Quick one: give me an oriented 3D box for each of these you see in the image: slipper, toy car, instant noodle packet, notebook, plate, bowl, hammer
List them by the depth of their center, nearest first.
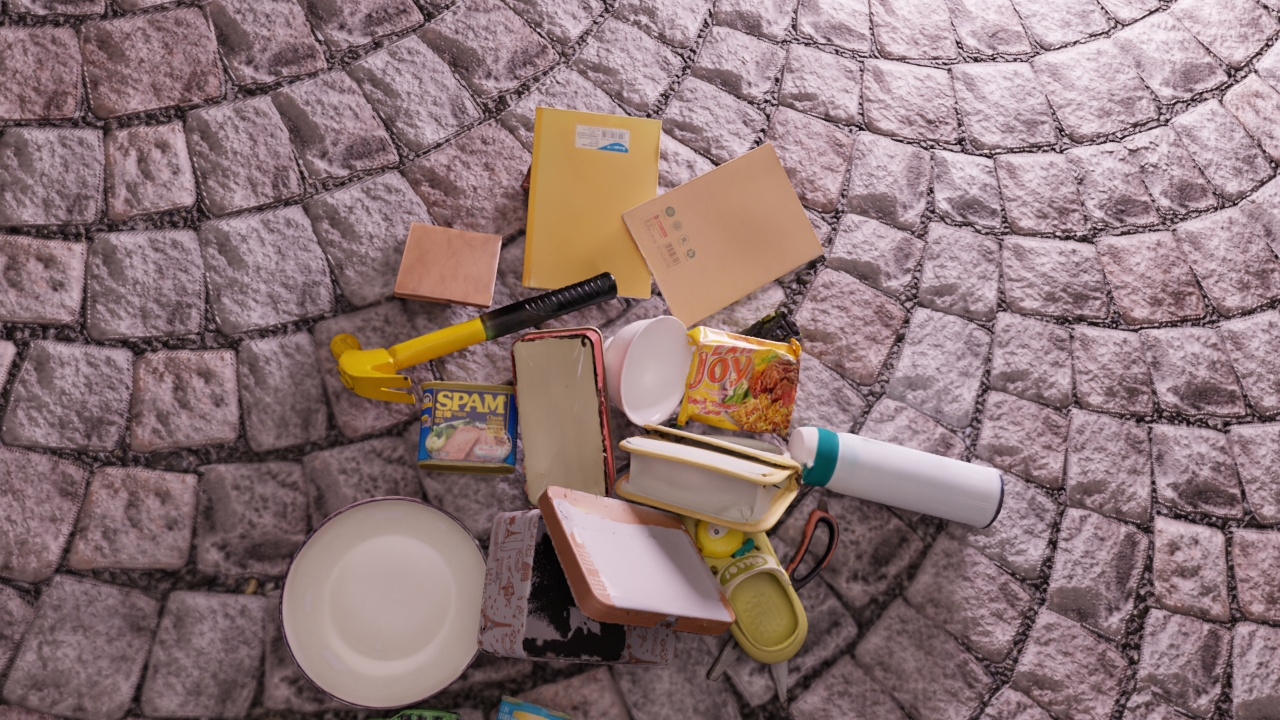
[{"bbox_3d":[-0.207,0.336,0.836,0.091,0.043,0.036,4,74,-11],"label":"toy car"},{"bbox_3d":[-0.234,0.224,0.858,0.192,0.039,0.192,1,84,-11],"label":"plate"},{"bbox_3d":[0.103,0.206,0.899,0.091,0.082,0.190,-30,83,-16],"label":"slipper"},{"bbox_3d":[-0.161,-0.033,0.945,0.300,0.033,0.129,-21,36,-21],"label":"hammer"},{"bbox_3d":[-0.006,0.006,0.963,0.065,0.118,0.118,15,64,37],"label":"bowl"},{"bbox_3d":[0.104,0.024,0.975,0.128,0.044,0.111,7,100,-10],"label":"instant noodle packet"},{"bbox_3d":[0.128,-0.014,1.019,0.105,0.032,0.048,-33,83,-7],"label":"toy car"},{"bbox_3d":[-0.053,-0.176,1.025,0.146,0.010,0.206,4,85,-9],"label":"notebook"},{"bbox_3d":[0.098,-0.144,1.049,0.207,0.008,0.148,-29,95,-17],"label":"notebook"}]

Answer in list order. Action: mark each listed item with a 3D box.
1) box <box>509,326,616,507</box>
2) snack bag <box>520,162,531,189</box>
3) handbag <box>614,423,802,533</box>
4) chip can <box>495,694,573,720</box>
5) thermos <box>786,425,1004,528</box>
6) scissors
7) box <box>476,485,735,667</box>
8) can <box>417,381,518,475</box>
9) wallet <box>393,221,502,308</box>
[{"bbox_3d":[-0.077,0.056,0.893,0.091,0.078,0.168,-5,97,6],"label":"box"},{"bbox_3d":[-0.081,-0.199,1.045,0.104,0.026,0.048,19,65,-4],"label":"snack bag"},{"bbox_3d":[0.079,0.099,0.921,0.163,0.178,0.063,13,106,24],"label":"handbag"},{"bbox_3d":[-0.121,0.412,0.811,0.071,0.071,0.209,18,69,-4],"label":"chip can"},{"bbox_3d":[0.268,0.120,0.982,0.224,0.073,0.073,14,70,-5],"label":"thermos"},{"bbox_3d":[0.133,0.232,0.947,0.188,0.015,0.225,-16,76,-15],"label":"scissors"},{"bbox_3d":[-0.020,0.195,0.816,0.181,0.167,0.150,18,70,-38],"label":"box"},{"bbox_3d":[-0.172,0.069,0.924,0.102,0.057,0.083,3,73,-9],"label":"can"},{"bbox_3d":[-0.202,-0.101,0.972,0.101,0.020,0.115,8,46,-7],"label":"wallet"}]
